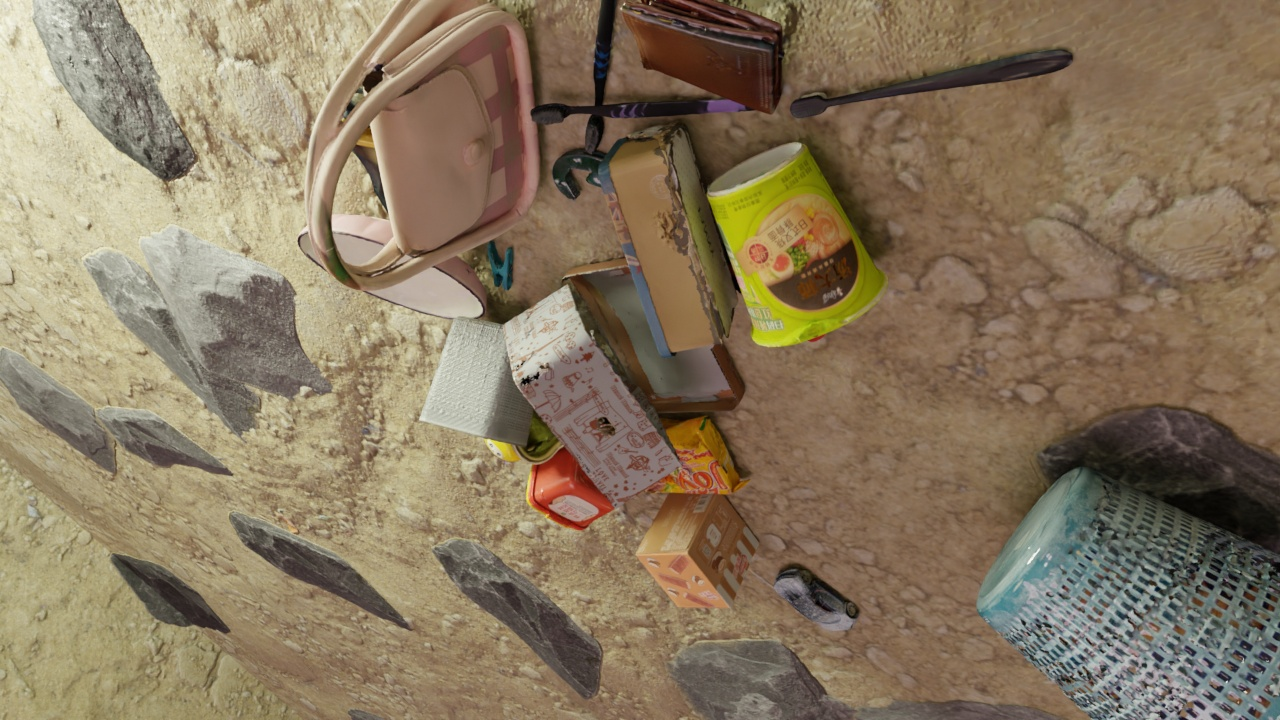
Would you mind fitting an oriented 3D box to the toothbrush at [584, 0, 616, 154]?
[{"bbox_3d":[-0.028,-0.236,0.691,0.014,0.016,0.190,20,138,8],"label":"toothbrush"}]

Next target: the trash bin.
[{"bbox_3d":[0.390,0.195,0.723,0.195,0.225,0.227,36,142,17],"label":"trash bin"}]

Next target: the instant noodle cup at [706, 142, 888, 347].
[{"bbox_3d":[0.109,-0.090,0.684,0.112,0.111,0.123,-12,116,40],"label":"instant noodle cup"}]

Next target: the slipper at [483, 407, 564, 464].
[{"bbox_3d":[-0.121,0.068,1.011,0.191,0.081,0.091,-21,114,42],"label":"slipper"}]

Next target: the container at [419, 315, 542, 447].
[{"bbox_3d":[-0.156,0.021,0.944,0.090,0.114,0.090,13,174,20],"label":"container"}]

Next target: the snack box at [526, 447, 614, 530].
[{"bbox_3d":[-0.073,0.144,1.050,0.080,0.081,0.091,-26,133,37],"label":"snack box"}]

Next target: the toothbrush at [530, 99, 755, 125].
[{"bbox_3d":[0.000,-0.191,0.701,0.189,0.016,0.014,3,130,20],"label":"toothbrush"}]

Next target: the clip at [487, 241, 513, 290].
[{"bbox_3d":[-0.137,-0.093,0.909,0.040,0.014,0.056,19,139,17],"label":"clip"}]

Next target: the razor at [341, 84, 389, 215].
[{"bbox_3d":[-0.230,-0.180,0.858,0.067,0.062,0.168,-11,136,2],"label":"razor"}]

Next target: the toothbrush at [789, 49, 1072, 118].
[{"bbox_3d":[0.186,-0.183,0.605,0.181,0.018,0.016,-1,122,32],"label":"toothbrush"}]

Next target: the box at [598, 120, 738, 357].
[{"bbox_3d":[0.028,-0.089,0.726,0.061,0.089,0.184,-8,116,19],"label":"box"}]

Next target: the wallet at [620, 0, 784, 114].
[{"bbox_3d":[0.046,-0.206,0.612,0.101,0.032,0.124,22,-179,9],"label":"wallet"}]

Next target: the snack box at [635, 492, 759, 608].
[{"bbox_3d":[0.064,0.210,1.021,0.077,0.092,0.094,-14,122,42],"label":"snack box"}]

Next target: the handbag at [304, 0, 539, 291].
[{"bbox_3d":[-0.173,-0.151,0.700,0.093,0.233,0.194,20,139,18],"label":"handbag"}]

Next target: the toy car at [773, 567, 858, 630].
[{"bbox_3d":[0.200,0.277,1.049,0.105,0.031,0.049,36,141,-5],"label":"toy car"}]

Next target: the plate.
[{"bbox_3d":[-0.240,-0.097,0.911,0.192,0.039,0.192,16,164,5],"label":"plate"}]

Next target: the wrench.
[{"bbox_3d":[0.044,-0.098,0.780,0.273,0.016,0.056,33,138,0],"label":"wrench"}]

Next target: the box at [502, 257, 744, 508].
[{"bbox_3d":[-0.004,0.003,0.858,0.178,0.152,0.182,-31,120,5],"label":"box"}]

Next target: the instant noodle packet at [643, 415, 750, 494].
[{"bbox_3d":[0.040,0.103,0.968,0.129,0.044,0.111,-5,132,36],"label":"instant noodle packet"}]
